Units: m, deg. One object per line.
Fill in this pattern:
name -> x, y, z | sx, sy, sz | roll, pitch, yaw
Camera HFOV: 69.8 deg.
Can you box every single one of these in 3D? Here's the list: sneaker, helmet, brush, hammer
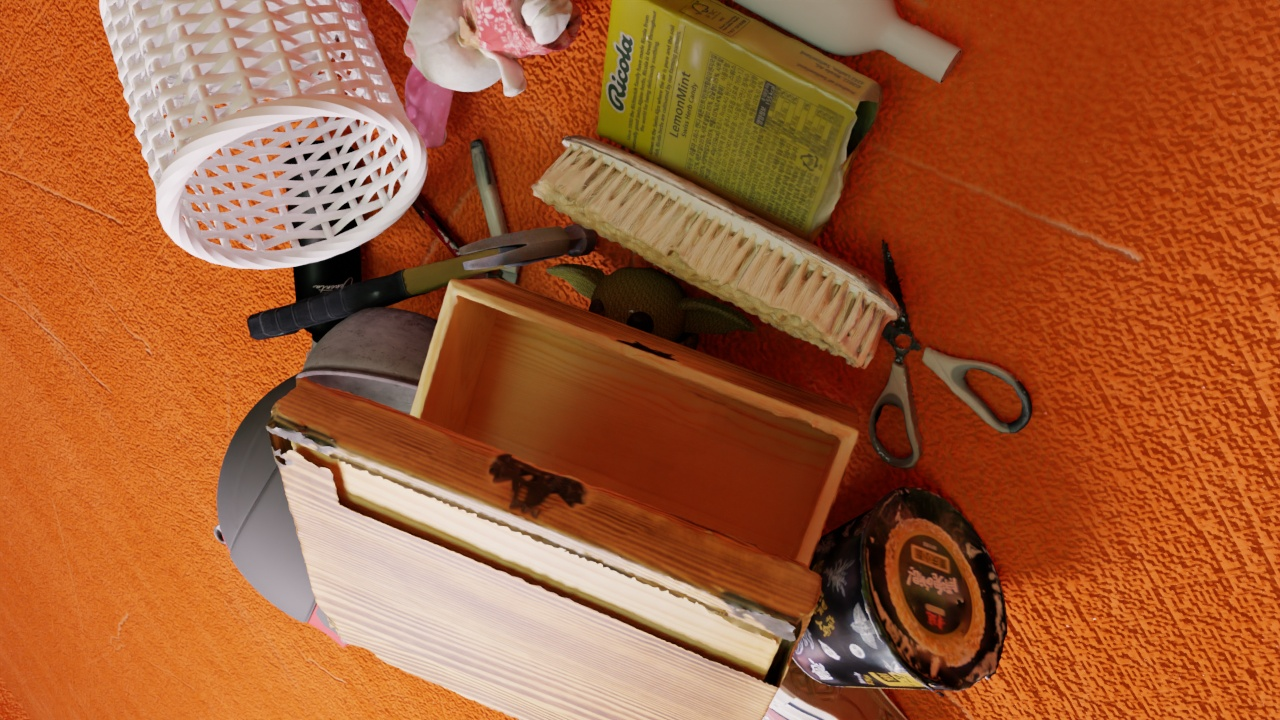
sneaker -> 0.127, 0.269, 0.731 | 0.088, 0.118, 0.241 | -30, 109, 41
helmet -> -0.294, 0.111, 0.843 | 0.170, 0.264, 0.164 | 21, 164, -13
brush -> 0.046, -0.079, 0.623 | 0.271, 0.083, 0.056 | 30, 88, 19
hammer -> -0.203, -0.060, 0.756 | 0.334, 0.117, 0.025 | -11, 94, 30

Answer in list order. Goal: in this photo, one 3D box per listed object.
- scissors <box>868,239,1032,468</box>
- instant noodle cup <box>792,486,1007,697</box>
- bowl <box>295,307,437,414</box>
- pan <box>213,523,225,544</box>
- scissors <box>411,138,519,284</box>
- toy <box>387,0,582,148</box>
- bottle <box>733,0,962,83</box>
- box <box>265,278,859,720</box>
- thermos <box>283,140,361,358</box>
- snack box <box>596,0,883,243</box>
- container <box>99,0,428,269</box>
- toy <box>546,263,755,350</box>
scissors -> 0.187, 0.006, 0.624 | 0.157, 0.012, 0.169 | 22, 122, 22
instant noodle cup -> 0.169, 0.171, 0.649 | 0.137, 0.136, 0.113 | 54, 139, 0
bowl -> -0.196, 0.001, 0.743 | 0.145, 0.145, 0.067 | -2, 70, 34
pan -> -0.376, 0.168, 1.044 | 0.358, 0.055, 0.187 | -16, 103, 37
scissors -> -0.133, -0.096, 0.782 | 0.195, 0.015, 0.180 | 29, 126, 17
toy -> -0.122, -0.237, 0.661 | 0.195, 0.084, 0.159 | 7, 118, 38
bottle -> 0.099, -0.221, 0.545 | 0.195, 0.052, 0.053 | 35, 127, 14
box -> -0.047, 0.123, 0.548 | 0.279, 0.263, 0.270 | 20, 102, 8
thermos -> -0.295, -0.085, 0.864 | 0.061, 0.061, 0.232 | 21, 122, 24
snack box -> 0.059, -0.162, 0.589 | 0.181, 0.045, 0.121 | 32, 146, 15
container -> -0.282, -0.197, 0.689 | 0.190, 0.188, 0.186 | -41, 67, 39
toy -> -0.004, 0.003, 0.705 | 0.179, 0.078, 0.153 | 18, 120, 28
